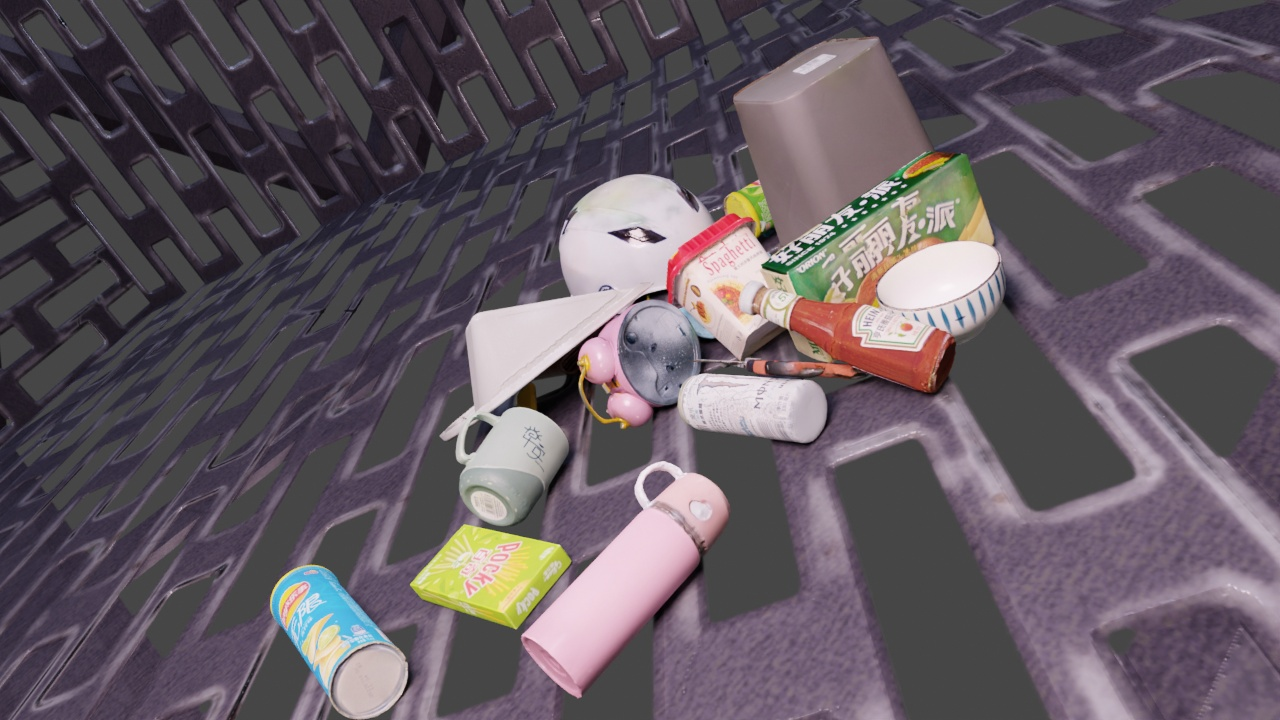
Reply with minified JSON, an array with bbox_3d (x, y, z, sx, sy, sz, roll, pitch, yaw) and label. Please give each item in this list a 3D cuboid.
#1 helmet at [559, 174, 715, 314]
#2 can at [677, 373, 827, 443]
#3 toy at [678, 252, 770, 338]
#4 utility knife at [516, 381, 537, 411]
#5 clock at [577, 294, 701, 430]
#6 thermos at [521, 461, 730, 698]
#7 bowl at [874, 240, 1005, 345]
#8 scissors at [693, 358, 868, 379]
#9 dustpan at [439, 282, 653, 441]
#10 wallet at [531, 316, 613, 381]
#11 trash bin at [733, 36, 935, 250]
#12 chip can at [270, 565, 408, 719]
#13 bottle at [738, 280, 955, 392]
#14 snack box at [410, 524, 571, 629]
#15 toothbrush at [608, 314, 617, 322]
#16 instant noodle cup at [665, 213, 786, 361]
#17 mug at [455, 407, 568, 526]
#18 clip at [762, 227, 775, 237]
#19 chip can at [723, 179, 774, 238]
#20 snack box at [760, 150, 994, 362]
[{"bbox_3d":[-0.013,-0.189,1.339,0.259,0.146,0.228,4,41,49],"label":"helmet"},{"bbox_3d":[0.105,0.044,0.884,0.147,0.058,0.058,3,40,49],"label":"can"},{"bbox_3d":[0.109,-0.077,1.116,0.161,0.050,0.156,-19,31,9],"label":"toy"},{"bbox_3d":[-0.138,0.058,1.143,0.033,0.015,0.217,-29,31,9],"label":"utility knife"},{"bbox_3d":[-0.006,0.006,1.008,0.060,0.117,0.158,-13,25,51],"label":"clock"},{"bbox_3d":[-0.012,0.168,0.745,0.198,0.087,0.067,-44,-4,-26],"label":"thermos"},{"bbox_3d":[0.290,-0.056,0.872,0.116,0.066,0.116,-23,27,12],"label":"bowl"},{"bbox_3d":[0.133,0.006,0.927,0.214,0.015,0.197,3,1,17],"label":"scissors"},{"bbox_3d":[-0.121,0.005,1.099,0.257,0.142,0.223,-9,0,-13],"label":"dustpan"},{"bbox_3d":[-0.100,-0.016,1.244,0.101,0.032,0.124,-5,34,46],"label":"wallet"},{"bbox_3d":[0.240,-0.258,1.123,0.198,0.220,0.199,-32,24,-8],"label":"trash bin"},{"bbox_3d":[-0.291,0.262,0.872,0.071,0.071,0.210,-40,28,-22],"label":"chip can"},{"bbox_3d":[0.186,-0.030,0.855,0.206,0.060,0.059,23,53,31],"label":"bottle"},{"bbox_3d":[-0.146,0.204,0.882,0.157,0.026,0.085,0,38,45],"label":"snack box"},{"bbox_3d":[-0.043,-0.062,1.282,0.016,0.017,0.188,-43,29,-29],"label":"toothbrush"},{"bbox_3d":[0.104,-0.077,1.015,0.116,0.124,0.117,-35,-18,-13],"label":"instant noodle cup"},{"bbox_3d":[-0.146,0.106,0.967,0.082,0.111,0.106,-43,11,46],"label":"mug"},{"bbox_3d":[0.186,-0.192,1.294,0.055,0.013,0.034,-37,27,-18],"label":"clip"},{"bbox_3d":[0.224,-0.246,1.270,0.221,0.072,0.072,-30,25,-13],"label":"chip can"},{"bbox_3d":[0.250,-0.110,0.957,0.239,0.114,0.063,-34,25,-12],"label":"snack box"}]
